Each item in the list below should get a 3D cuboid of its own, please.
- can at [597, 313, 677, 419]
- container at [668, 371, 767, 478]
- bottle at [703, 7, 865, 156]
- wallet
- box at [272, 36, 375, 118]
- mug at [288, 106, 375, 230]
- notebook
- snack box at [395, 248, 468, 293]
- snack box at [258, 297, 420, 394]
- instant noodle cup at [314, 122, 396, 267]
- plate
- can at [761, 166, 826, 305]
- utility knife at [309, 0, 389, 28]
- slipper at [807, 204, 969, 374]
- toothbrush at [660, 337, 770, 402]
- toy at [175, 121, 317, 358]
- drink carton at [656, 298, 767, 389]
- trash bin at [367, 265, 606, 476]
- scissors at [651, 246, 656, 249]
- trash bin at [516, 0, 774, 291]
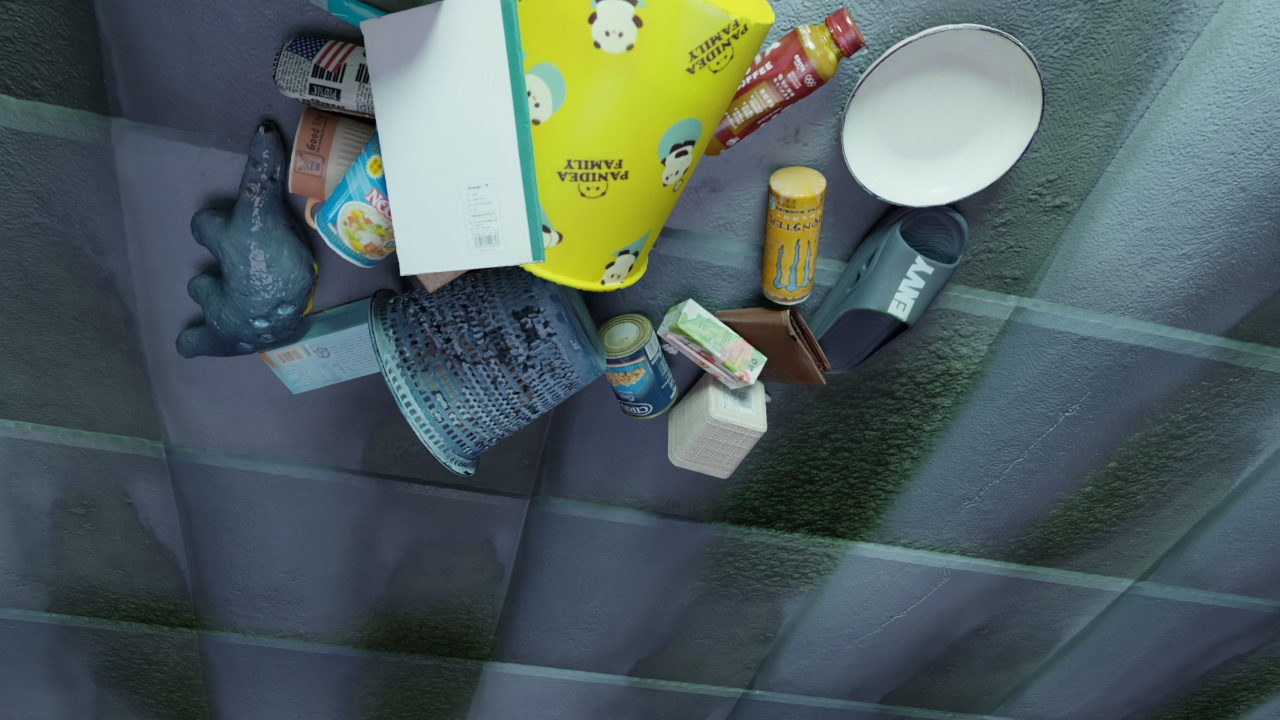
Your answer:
[{"bbox_3d":[-0.007,0.006,1.099,0.075,0.075,0.111,-13,132,12],"label":"can"},{"bbox_3d":[0.098,0.076,1.148,0.090,0.090,0.111,16,138,-16],"label":"container"},{"bbox_3d":[0.123,-0.260,0.856,0.175,0.057,0.057,-30,127,25],"label":"bottle"},{"bbox_3d":[0.156,-0.018,1.085,0.101,0.032,0.124,0,141,41],"label":"wallet"},{"bbox_3d":[-0.250,-0.253,0.840,0.163,0.086,0.076,11,115,-8],"label":"box"},{"bbox_3d":[-0.284,-0.178,0.900,0.106,0.082,0.114,12,94,-15],"label":"mug"},{"bbox_3d":[-0.150,-0.176,0.732,0.151,0.012,0.209,-1,100,28],"label":"notebook"},{"bbox_3d":[-0.189,-0.138,0.934,0.093,0.094,0.077,-26,113,23],"label":"snack box"},{"bbox_3d":[-0.354,-0.019,1.086,0.175,0.051,0.074,-14,134,14],"label":"snack box"},{"bbox_3d":[-0.235,-0.145,0.837,0.110,0.099,0.099,-42,122,17],"label":"instant noodle cup"},{"bbox_3d":[0.288,-0.239,0.892,0.192,0.039,0.193,0,134,0],"label":"plate"},{"bbox_3d":[0.162,-0.132,0.979,0.058,0.058,0.146,-2,134,1],"label":"can"},{"bbox_3d":[-0.223,-0.304,0.841,0.174,0.013,0.029,20,128,-15],"label":"utility knife"},{"bbox_3d":[0.277,-0.060,1.036,0.110,0.083,0.269,16,133,-18],"label":"slipper"},{"bbox_3d":[0.097,0.015,1.149,0.180,0.016,0.016,29,137,-26],"label":"toothbrush"},{"bbox_3d":[-0.423,-0.092,0.999,0.138,0.091,0.357,38,126,2],"label":"toy"},{"bbox_3d":[0.082,-0.016,1.074,0.122,0.045,0.054,36,156,-18],"label":"drink carton"},{"bbox_3d":[-0.152,-0.015,1.003,0.195,0.226,0.227,-25,130,5],"label":"trash bin"},{"bbox_3d":[-0.075,-0.139,1.003,0.163,0.014,0.165,-18,133,14],"label":"scissors"},{"bbox_3d":[-0.032,-0.228,0.782,0.229,0.229,0.256,22,124,-21],"label":"trash bin"}]
